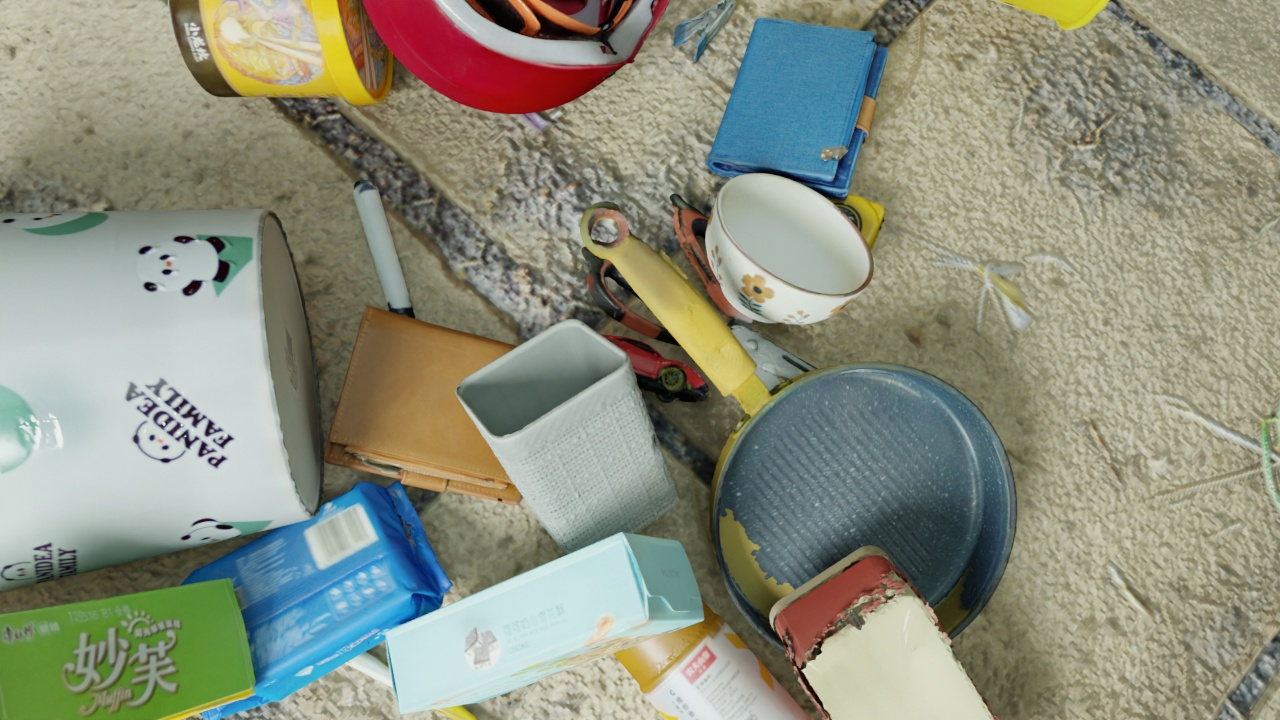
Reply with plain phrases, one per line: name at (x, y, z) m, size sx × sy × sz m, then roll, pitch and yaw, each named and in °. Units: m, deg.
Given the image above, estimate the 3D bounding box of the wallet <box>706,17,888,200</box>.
wallet at (0.117, -0.186, 0.671) m, size 0.106 × 0.040 × 0.133 m, roll 14°, pitch 72°, yaw 13°

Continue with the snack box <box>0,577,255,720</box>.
snack box at (-0.336, 0.180, 0.468) m, size 0.210 × 0.157 × 0.070 m, roll -22°, pitch 78°, yaw 15°

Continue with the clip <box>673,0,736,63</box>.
clip at (0.051, -0.256, 0.696) m, size 0.045 × 0.027 × 0.058 m, roll 43°, pitch 77°, yaw 13°

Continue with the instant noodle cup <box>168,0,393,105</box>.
instant noodle cup at (-0.241, -0.231, 0.623) m, size 0.114 × 0.118 × 0.118 m, roll -4°, pitch 78°, yaw 3°

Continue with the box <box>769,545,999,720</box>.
box at (0.158, 0.204, 0.542) m, size 0.091 × 0.080 × 0.168 m, roll -33°, pitch 105°, yaw 1°

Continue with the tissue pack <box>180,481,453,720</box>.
tissue pack at (-0.202, 0.145, 0.564) m, size 0.157 × 0.052 × 0.095 m, roll -28°, pitch 60°, yaw -12°

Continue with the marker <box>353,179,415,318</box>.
marker at (-0.176, -0.065, 0.637) m, size 0.018 × 0.022 × 0.130 m, roll -23°, pitch 81°, yaw 20°

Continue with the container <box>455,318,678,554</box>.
container at (-0.041, 0.052, 0.562) m, size 0.090 × 0.090 × 0.114 m, roll -31°, pitch 121°, yaw -14°

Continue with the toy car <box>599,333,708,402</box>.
toy car at (-0.004, 0.004, 0.622) m, size 0.106 × 0.049 × 0.031 m, roll 19°, pitch 78°, yaw 1°

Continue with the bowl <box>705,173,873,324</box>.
bowl at (0.090, -0.065, 0.613) m, size 0.113 × 0.062 × 0.113 m, roll 15°, pitch 45°, yaw -16°

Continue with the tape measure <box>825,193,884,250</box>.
tape measure at (0.142, -0.094, 0.665) m, size 0.060 × 0.029 × 0.057 m, roll 21°, pitch 80°, yaw 17°

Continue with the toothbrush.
toothbrush at (-0.125, 0.215, 0.584) m, size 0.191 × 0.016 × 0.018 m, roll 27°, pitch 66°, yaw 1°

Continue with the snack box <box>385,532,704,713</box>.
snack box at (-0.056, 0.153, 0.530) m, size 0.175 × 0.074 × 0.051 m, roll -27°, pitch 67°, yaw 20°

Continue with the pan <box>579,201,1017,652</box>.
pan at (0.088, 0.042, 0.562) m, size 0.197 × 0.078 × 0.357 m, roll -44°, pitch 98°, yaw -2°

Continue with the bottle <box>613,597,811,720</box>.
bottle at (0.030, 0.189, 0.574) m, size 0.068 × 0.068 × 0.189 m, roll -41°, pitch 81°, yaw -12°

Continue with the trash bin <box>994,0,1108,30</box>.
trash bin at (0.219, -0.377, 0.644) m, size 0.255 × 0.230 × 0.229 m, roll 14°, pitch 77°, yaw 4°

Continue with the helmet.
helmet at (-0.095, -0.272, 0.625) m, size 0.207 × 0.144 × 0.239 m, roll 34°, pitch 54°, yaw -21°

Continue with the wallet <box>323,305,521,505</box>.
wallet at (-0.129, 0.031, 0.604) m, size 0.131 × 0.031 × 0.107 m, roll 15°, pitch 77°, yaw -15°

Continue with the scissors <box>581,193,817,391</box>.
scissors at (0.058, -0.025, 0.626) m, size 0.188 × 0.015 × 0.226 m, roll -5°, pitch 65°, yaw -33°

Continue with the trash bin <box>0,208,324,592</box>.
trash bin at (-0.322, 0.020, 0.511) m, size 0.251 × 0.230 × 0.229 m, roll -7°, pitch 78°, yaw -12°
